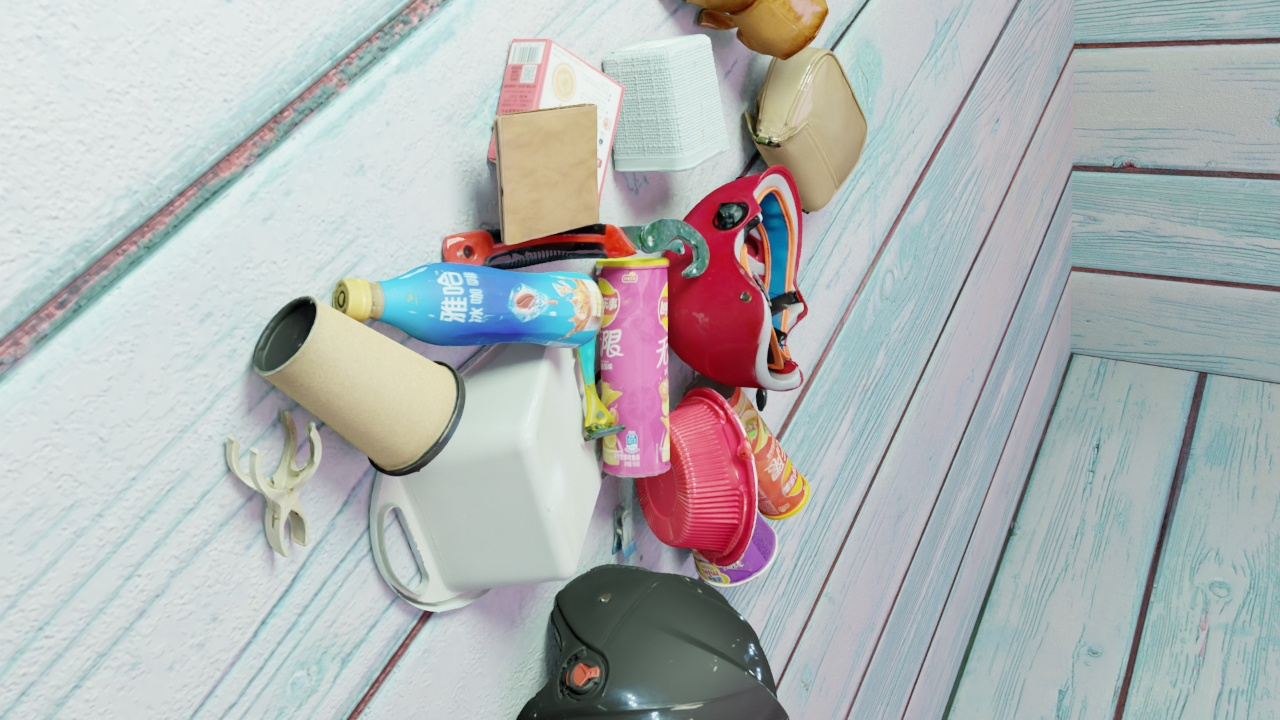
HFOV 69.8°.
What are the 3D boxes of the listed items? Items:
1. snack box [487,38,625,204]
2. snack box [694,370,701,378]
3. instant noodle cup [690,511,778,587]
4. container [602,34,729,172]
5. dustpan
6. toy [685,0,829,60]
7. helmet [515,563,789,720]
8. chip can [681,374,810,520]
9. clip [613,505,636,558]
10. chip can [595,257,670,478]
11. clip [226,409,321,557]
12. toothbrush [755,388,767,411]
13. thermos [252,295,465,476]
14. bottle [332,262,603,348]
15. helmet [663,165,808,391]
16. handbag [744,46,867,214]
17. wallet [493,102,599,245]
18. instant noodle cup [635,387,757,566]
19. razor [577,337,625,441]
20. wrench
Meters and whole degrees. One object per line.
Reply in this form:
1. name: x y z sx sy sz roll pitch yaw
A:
1. snack box: -0.072 -0.194 0.787 0.113 0.044 0.127 12 91 -57
2. snack box: 0.117 -0.017 1.139 0.156 0.027 0.085 -29 123 -49
3. instant noodle cup: 0.099 0.203 1.115 0.111 0.112 0.099 -54 130 -32
4. container: 0.023 -0.247 0.878 0.089 0.090 0.111 -37 125 -46
5. dustpan: -0.130 0.092 0.821 0.257 0.143 0.223 -82 163 -58
6. toy: 0.104 -0.394 0.928 0.199 0.130 0.140 11 129 -46
7. helmet: 0.011 0.354 0.931 0.274 0.230 0.234 -38 131 -19
8. chip can: 0.128 0.105 1.098 0.216 0.073 0.073 51 57 -35
9. clip: -0.019 0.187 1.008 0.026 0.039 0.058 -27 122 -48
10. chip can: -0.005 0.005 0.904 0.071 0.071 0.210 -14 105 -54
11. clip: -0.253 0.086 0.616 0.092 0.035 0.103 4 104 -60
12. toothbrush: 0.157 -0.026 1.158 0.016 0.014 0.190 -21 116 -53
13. thermos: -0.192 0.018 0.641 0.143 0.093 0.093 42 65 -43
14. bottle: -0.130 -0.043 0.716 0.218 0.065 0.065 1 99 -41
15. helmet: 0.095 -0.087 0.987 0.207 0.144 0.239 46 46 -57
16. handbag: 0.201 -0.285 1.126 0.204 0.100 0.147 41 74 -53
17. wallet: -0.073 -0.152 0.741 0.115 0.020 0.101 -24 121 -48
18. instant noodle cup: 0.048 0.127 0.975 0.065 0.194 0.194 -6 106 -24
19. razor: -0.045 0.008 0.864 0.043 0.028 0.132 -11 96 -33
20. wrench: -0.047 -0.099 0.807 0.272 0.016 0.056 -5 90 -36
